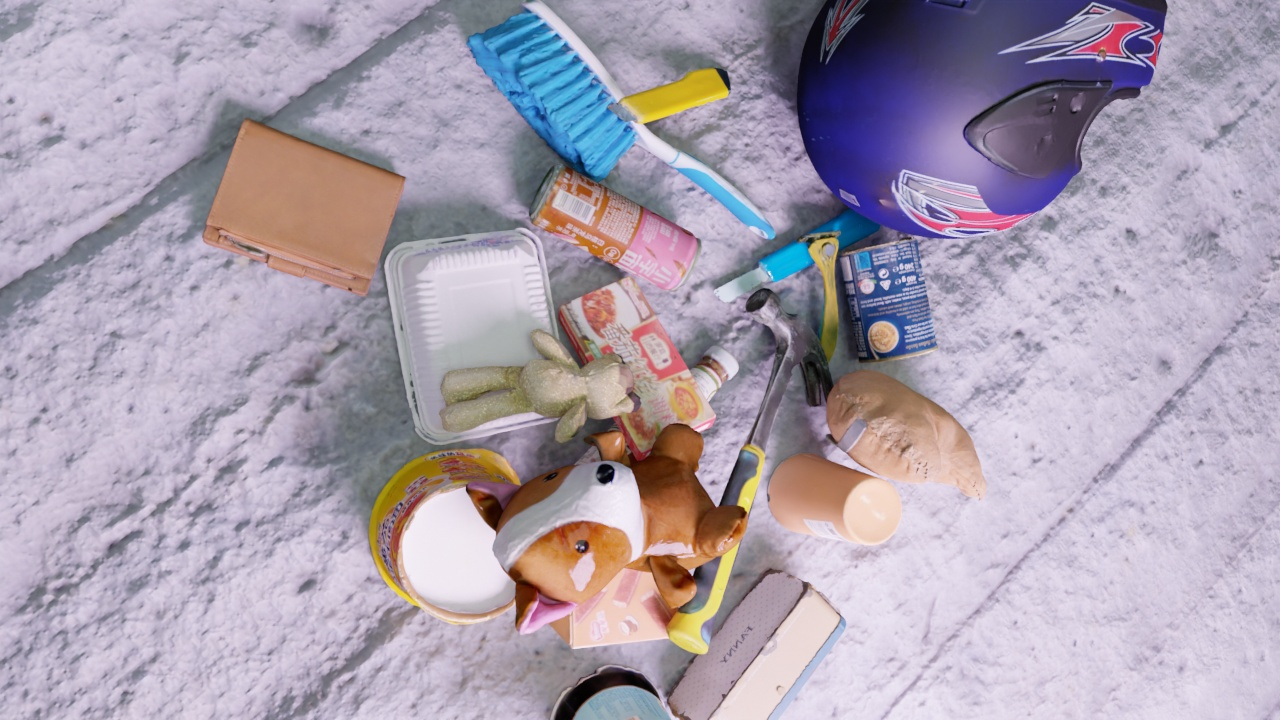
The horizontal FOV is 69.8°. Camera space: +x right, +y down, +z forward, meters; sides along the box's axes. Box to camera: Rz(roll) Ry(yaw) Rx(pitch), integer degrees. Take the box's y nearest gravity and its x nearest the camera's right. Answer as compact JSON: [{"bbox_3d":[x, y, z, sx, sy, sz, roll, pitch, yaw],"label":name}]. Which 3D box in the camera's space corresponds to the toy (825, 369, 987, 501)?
[{"bbox_3d":[0.260,0.075,0.868,0.225,0.143,0.083,19,120,-45],"label":"toy"}]

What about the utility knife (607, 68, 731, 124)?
[{"bbox_3d":[0.028,-0.234,0.813,0.169,0.015,0.033,-30,87,-42],"label":"utility knife"}]

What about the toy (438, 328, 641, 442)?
[{"bbox_3d":[-0.080,0.027,0.725,0.157,0.066,0.105,-6,50,-16],"label":"toy"}]

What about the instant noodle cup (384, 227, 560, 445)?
[{"bbox_3d":[-0.131,-0.022,0.766,0.137,0.060,0.173,-11,92,-19],"label":"instant noodle cup"}]

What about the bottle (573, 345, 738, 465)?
[{"bbox_3d":[0.011,0.065,0.817,0.205,0.060,0.060,-45,103,-20],"label":"bottle"}]

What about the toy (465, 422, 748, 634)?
[{"bbox_3d":[-0.021,0.117,0.673,0.199,0.131,0.140,-8,48,-28],"label":"toy"}]

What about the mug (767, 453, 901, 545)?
[{"bbox_3d":[0.178,0.129,0.839,0.078,0.123,0.078,0,90,-19],"label":"mug"}]

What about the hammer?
[{"bbox_3d":[0.097,0.099,0.807,0.126,0.032,0.322,40,59,-30],"label":"hammer"}]

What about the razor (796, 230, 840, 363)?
[{"bbox_3d":[0.176,-0.057,0.881,0.043,0.028,0.132,-10,105,-24],"label":"razor"}]

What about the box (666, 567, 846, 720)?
[{"bbox_3d":[0.099,0.279,0.830,0.060,0.090,0.184,43,79,-15],"label":"box"}]

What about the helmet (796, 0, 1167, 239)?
[{"bbox_3d":[0.293,-0.230,0.822,0.315,0.247,0.241,0,116,-23],"label":"helmet"}]

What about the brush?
[{"bbox_3d":[-0.008,-0.193,0.816,0.314,0.061,0.109,47,72,-16],"label":"brush"}]

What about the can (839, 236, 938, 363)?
[{"bbox_3d":[0.239,-0.059,0.886,0.075,0.075,0.111,-13,94,-19],"label":"can"}]

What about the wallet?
[{"bbox_3d":[-0.267,-0.121,0.734,0.131,0.031,0.107,18,81,-18],"label":"wallet"}]

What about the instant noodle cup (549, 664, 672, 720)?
[{"bbox_3d":[-0.010,0.330,0.774,0.111,0.120,0.111,0,90,-19],"label":"instant noodle cup"}]

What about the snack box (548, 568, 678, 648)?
[{"bbox_3d":[-0.027,0.191,0.783,0.094,0.093,0.077,-1,90,-19],"label":"snack box"}]

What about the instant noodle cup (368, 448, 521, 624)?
[{"bbox_3d":[-0.144,0.143,0.734,0.138,0.110,0.138,1,88,-19],"label":"instant noodle cup"}]

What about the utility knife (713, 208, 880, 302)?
[{"bbox_3d":[0.154,-0.104,0.887,0.198,0.018,0.034,-28,109,-17],"label":"utility knife"}]

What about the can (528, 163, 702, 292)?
[{"bbox_3d":[-0.022,-0.115,0.805,0.147,0.058,0.058,25,81,-17],"label":"can"}]

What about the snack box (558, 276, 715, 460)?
[{"bbox_3d":[-0.005,0.005,0.794,0.075,0.025,0.153,-24,71,-17],"label":"snack box"}]
